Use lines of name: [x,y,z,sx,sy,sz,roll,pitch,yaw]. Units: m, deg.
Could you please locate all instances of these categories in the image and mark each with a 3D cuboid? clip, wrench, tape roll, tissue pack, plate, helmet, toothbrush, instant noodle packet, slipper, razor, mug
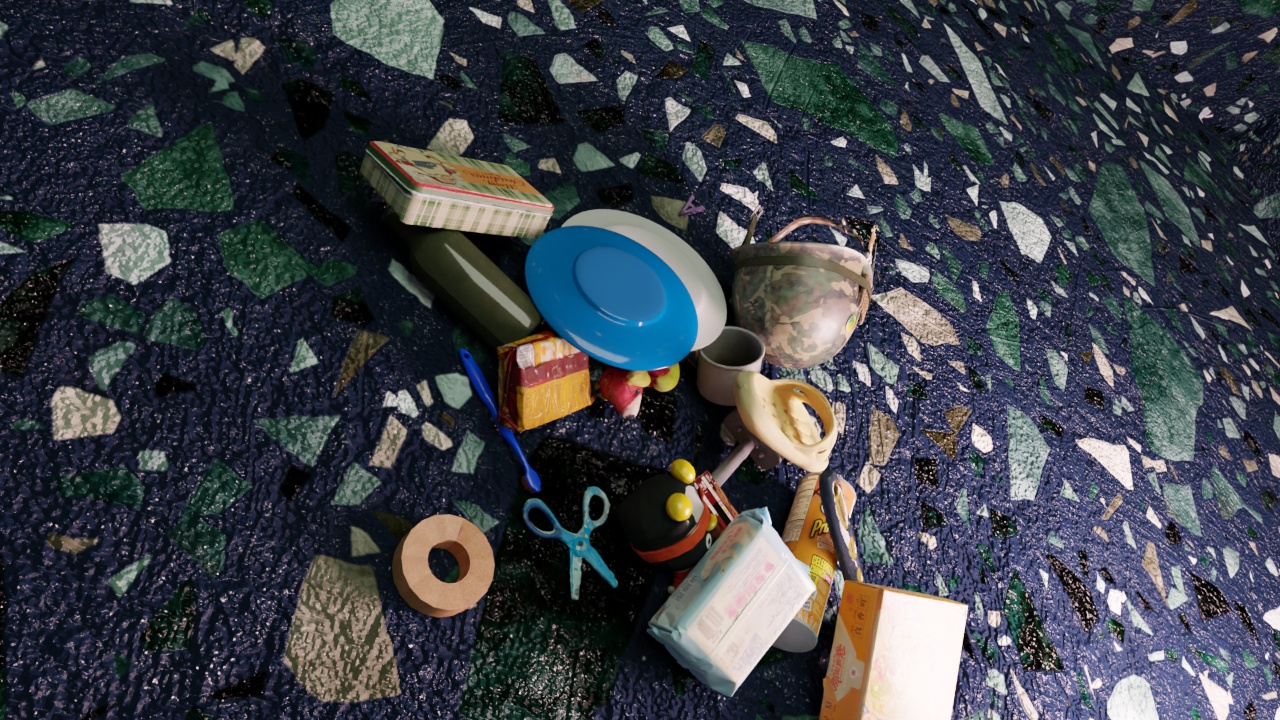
clip: [0.077,-0.223,1.348,0.046,0.014,0.050,29,47,-22]
wrench: [0.249,0.246,1.091,0.073,0.022,0.273,-42,123,-42]
tape roll: [-0.190,0.198,0.886,0.094,0.027,0.093,18,54,-27]
tissue pack: [0.102,0.256,0.984,0.181,0.070,0.112,-47,109,-19]
plate: [0.007,-0.110,1.160,0.242,0.016,0.242,18,44,-19]
helmet: [0.217,-0.105,1.249,0.224,0.193,0.236,15,79,-59]
toothbrush: [-0.156,0.065,1.004,0.016,0.018,0.182,-19,73,-41]
plate: [-0.026,-0.084,1.081,0.224,0.024,0.223,18,45,-19]
instant noodle packet: [-0.106,0.018,1.018,0.135,0.040,0.098,-20,108,-50]
slipper: [0.195,0.065,1.146,0.261,0.079,0.111,28,37,-56]
razor: [0.116,0.125,1.146,0.088,0.047,0.116,49,54,-1]
mug: [0.100,0.003,1.176,0.113,0.071,0.084,17,42,18]

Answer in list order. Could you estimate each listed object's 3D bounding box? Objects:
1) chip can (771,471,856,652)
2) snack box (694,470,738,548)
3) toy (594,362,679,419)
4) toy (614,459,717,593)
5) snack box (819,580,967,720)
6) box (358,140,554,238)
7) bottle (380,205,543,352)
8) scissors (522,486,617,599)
chip can: [0.201,0.239,1.110,0.075,0.075,0.214,38,48,-11]
snack box: [0.095,0.202,1.073,0.031,0.051,0.141,-30,83,-43]
toy: [-0.007,0.006,1.116,0.105,0.067,0.137,45,39,1]
toy: [0.035,0.185,1.014,0.119,0.100,0.097,57,22,-25]
snack box: [0.285,0.362,1.058,0.145,0.081,0.195,17,81,-29]
box: [-0.207,-0.195,1.050,0.205,0.050,0.117,2,37,-48]
bottle: [-0.203,-0.097,1.028,0.207,0.072,0.071,43,47,-6]
scissors: [-0.076,0.190,0.987,0.134,0.012,0.133,21,54,-25]
